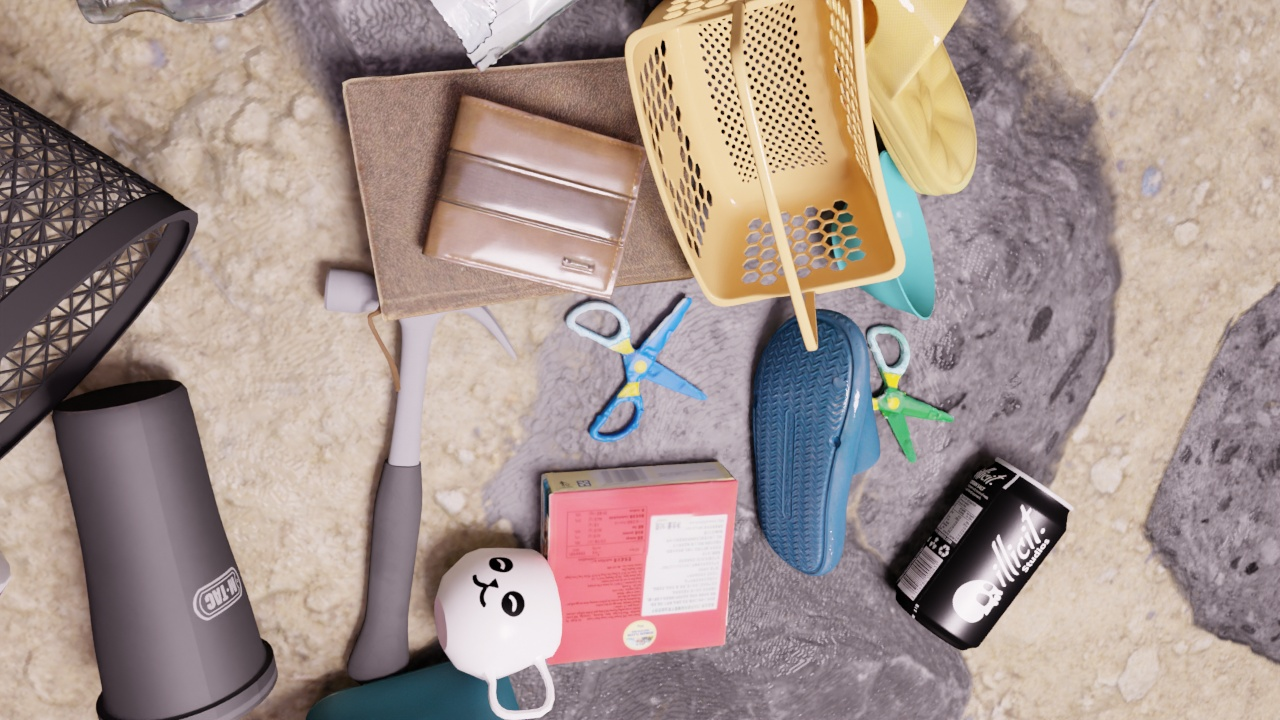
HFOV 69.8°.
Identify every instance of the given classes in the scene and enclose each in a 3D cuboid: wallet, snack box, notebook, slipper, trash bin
[{"bbox_3d":[-0.061,-0.097,0.556,0.121,0.027,0.099,12,95,-20],"label":"wallet"},{"bbox_3d":[-0.003,0.153,0.696,0.142,0.040,0.145,-2,108,-15],"label":"snack box"},{"bbox_3d":[-0.070,-0.091,0.586,0.215,0.034,0.190,-8,98,-16],"label":"notebook"},{"bbox_3d":[0.129,0.061,0.682,0.059,0.104,0.214,-15,119,-34],"label":"slipper"},{"bbox_3d":[-0.391,-0.071,0.436,0.243,0.217,0.217,41,92,-16],"label":"trash bin"},{"bbox_3d":[0.176,-0.217,0.583,0.263,0.079,0.099,53,55,-35],"label":"slipper"},{"bbox_3d":[-0.137,0.338,0.607,0.196,0.218,0.199,-12,119,-11],"label":"trash bin"}]

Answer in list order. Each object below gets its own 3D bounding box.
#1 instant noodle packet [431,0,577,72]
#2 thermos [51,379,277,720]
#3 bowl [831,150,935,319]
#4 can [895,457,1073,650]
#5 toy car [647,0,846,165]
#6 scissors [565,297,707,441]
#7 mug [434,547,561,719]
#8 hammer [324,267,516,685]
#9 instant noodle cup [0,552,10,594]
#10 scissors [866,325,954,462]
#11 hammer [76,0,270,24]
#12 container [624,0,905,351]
[{"bbox_3d":[-0.015,-0.290,0.521,0.269,0.057,0.147,-32,83,4],"label":"instant noodle packet"},{"bbox_3d":[-0.302,0.126,0.576,0.105,0.106,0.219,-9,104,-13],"label":"thermos"},{"bbox_3d":[0.168,-0.083,0.655,0.046,0.120,0.121,-13,116,31],"label":"bowl"},{"bbox_3d":[0.281,0.159,0.756,0.080,0.080,0.146,32,96,-22],"label":"can"},{"bbox_3d":[0.066,-0.212,0.586,0.082,0.056,0.189,-21,122,24],"label":"toy car"},{"bbox_3d":[-0.005,0.002,0.666,0.129,0.013,0.125,36,96,-25],"label":"scissors"},{"bbox_3d":[-0.098,0.191,0.640,0.076,0.123,0.090,-5,143,-25],"label":"mug"},{"bbox_3d":[-0.164,0.091,0.639,0.125,0.029,0.311,5,106,-17],"label":"hammer"},{"bbox_3d":[-0.448,0.160,0.532,0.122,0.137,0.122,37,84,-14],"label":"instant noodle cup"},{"bbox_3d":[0.203,0.024,0.731,0.129,0.012,0.117,14,102,-18],"label":"scissors"},{"bbox_3d":[-0.251,-0.353,0.477,0.133,0.033,0.333,-6,108,-12],"label":"hammer"},{"bbox_3d":[0.072,-0.116,0.521,0.129,0.166,0.183,-11,128,15],"label":"container"}]
